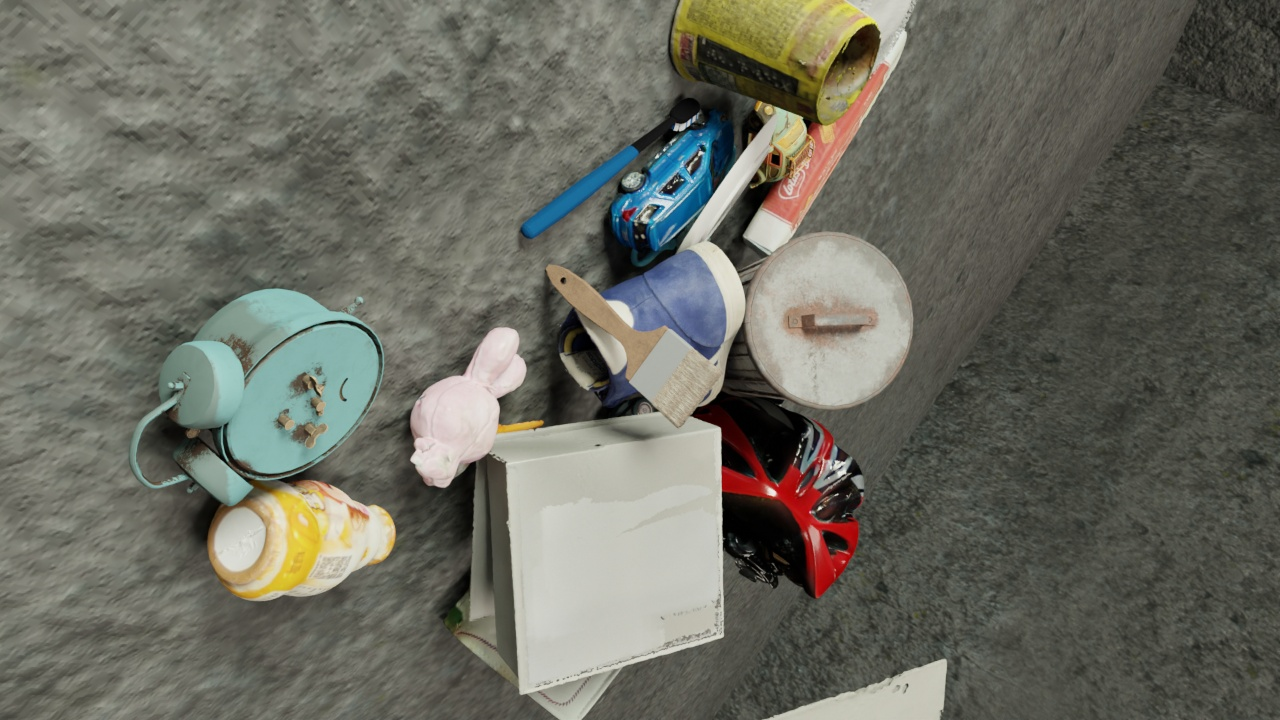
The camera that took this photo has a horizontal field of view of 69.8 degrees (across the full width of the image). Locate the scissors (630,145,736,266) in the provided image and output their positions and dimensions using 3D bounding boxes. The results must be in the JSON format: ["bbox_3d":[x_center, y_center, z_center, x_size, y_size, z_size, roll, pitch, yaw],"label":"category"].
[{"bbox_3d":[0.035,-0.110,0.735,0.135,0.015,0.135,-20,136,-55],"label":"scissors"}]

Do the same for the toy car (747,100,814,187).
[{"bbox_3d":[0.117,-0.180,0.756,0.047,0.047,0.112,-50,160,-18],"label":"toy car"}]

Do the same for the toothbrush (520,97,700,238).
[{"bbox_3d":[-0.017,-0.128,0.603,0.167,0.014,0.014,-43,165,-26],"label":"toothbrush"}]

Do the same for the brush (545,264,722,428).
[{"bbox_3d":[-0.012,-0.020,0.590,0.045,0.143,0.008,-53,157,14],"label":"brush"}]

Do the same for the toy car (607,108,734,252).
[{"bbox_3d":[0.027,-0.126,0.655,0.120,0.043,0.056,-49,156,-17],"label":"toy car"}]

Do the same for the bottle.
[{"bbox_3d":[-0.183,0.099,0.512,0.063,0.063,0.108,-58,158,4],"label":"bottle"}]

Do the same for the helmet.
[{"bbox_3d":[0.116,0.128,0.919,0.166,0.217,0.272,-51,-176,-10],"label":"helmet"}]

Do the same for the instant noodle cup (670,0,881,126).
[{"bbox_3d":[0.090,-0.207,0.589,0.102,0.108,0.102,-42,154,-26],"label":"instant noodle cup"}]

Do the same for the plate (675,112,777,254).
[{"bbox_3d":[0.067,-0.125,0.690,0.134,0.011,0.134,-54,179,-2],"label":"plate"}]

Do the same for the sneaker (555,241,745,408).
[{"bbox_3d":[-0.003,0.003,0.714,0.118,0.091,0.233,-28,167,-18],"label":"sneaker"}]

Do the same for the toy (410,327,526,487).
[{"bbox_3d":[-0.111,0.029,0.586,0.109,0.047,0.064,-54,156,-24],"label":"toy"}]

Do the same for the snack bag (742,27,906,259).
[{"bbox_3d":[0.164,-0.193,0.828,0.225,0.041,0.077,-58,173,6],"label":"snack bag"}]

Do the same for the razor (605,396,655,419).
[{"bbox_3d":[-0.008,0.080,0.865,0.047,0.052,0.143,-45,164,-21],"label":"razor"}]

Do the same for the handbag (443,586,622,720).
[{"bbox_3d":[-0.054,0.191,0.796,0.198,0.142,0.096,-51,-173,-13],"label":"handbag"}]

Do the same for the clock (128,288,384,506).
[{"bbox_3d":[-0.178,0.016,0.426,0.124,0.053,0.090,-32,146,-44],"label":"clock"}]

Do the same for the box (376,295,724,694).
[{"bbox_3d":[-0.096,0.076,0.780,0.168,0.404,0.172,-6,114,-27],"label":"box"}]

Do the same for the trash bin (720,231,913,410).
[{"bbox_3d":[0.122,-0.028,0.754,0.130,0.131,0.211,-53,-172,-7],"label":"trash bin"}]

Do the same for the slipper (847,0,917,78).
[{"bbox_3d":[0.170,-0.286,0.684,0.112,0.074,0.247,-26,152,-28],"label":"slipper"}]

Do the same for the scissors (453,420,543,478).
[{"bbox_3d":[-0.111,0.060,0.668,0.070,0.013,0.130,-60,156,11],"label":"scissors"}]

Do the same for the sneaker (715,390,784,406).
[{"bbox_3d":[0.141,-0.007,1.001,0.124,0.089,0.240,-57,168,-23],"label":"sneaker"}]
